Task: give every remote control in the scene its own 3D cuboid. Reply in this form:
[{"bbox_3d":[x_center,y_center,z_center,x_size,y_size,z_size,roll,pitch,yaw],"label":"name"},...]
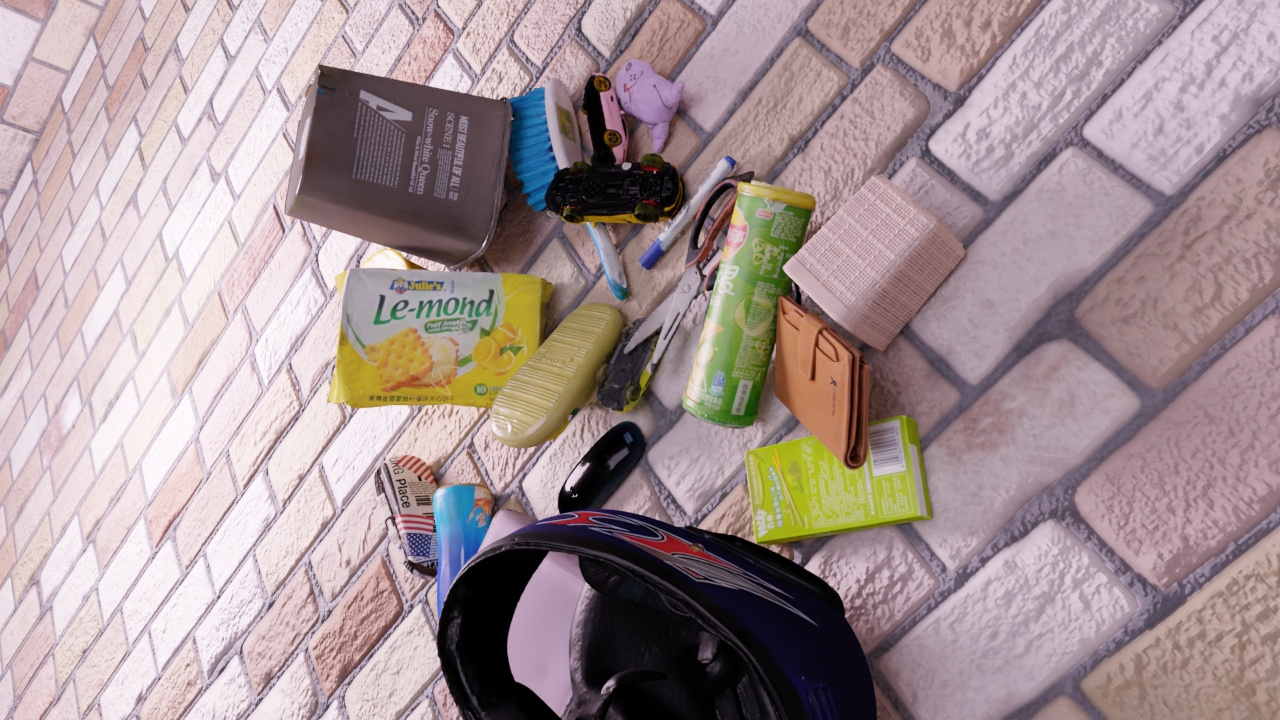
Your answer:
[{"bbox_3d":[-0.047,0.119,0.961,0.137,0.024,0.053,-51,53,18],"label":"remote control"}]

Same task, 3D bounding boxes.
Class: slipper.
[{"bbox_3d":[-0.075,0.025,0.977,0.092,0.081,0.190,16,62,44],"label":"slipper"}]

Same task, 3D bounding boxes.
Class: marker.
[{"bbox_3d":[0.048,-0.153,0.953,0.146,0.016,0.017,-49,53,22],"label":"marker"}]

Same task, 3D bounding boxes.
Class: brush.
[{"bbox_3d":[-0.086,-0.195,1.060,0.110,0.060,0.314,-22,68,30],"label":"brush"}]

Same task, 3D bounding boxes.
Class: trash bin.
[{"bbox_3d":[-0.291,-0.232,1.091,0.199,0.219,0.199,-10,71,61],"label":"trash bin"}]

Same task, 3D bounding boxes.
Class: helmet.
[{"bbox_3d":[0.026,0.241,0.714,0.315,0.240,0.247,30,97,19],"label":"helmet"}]

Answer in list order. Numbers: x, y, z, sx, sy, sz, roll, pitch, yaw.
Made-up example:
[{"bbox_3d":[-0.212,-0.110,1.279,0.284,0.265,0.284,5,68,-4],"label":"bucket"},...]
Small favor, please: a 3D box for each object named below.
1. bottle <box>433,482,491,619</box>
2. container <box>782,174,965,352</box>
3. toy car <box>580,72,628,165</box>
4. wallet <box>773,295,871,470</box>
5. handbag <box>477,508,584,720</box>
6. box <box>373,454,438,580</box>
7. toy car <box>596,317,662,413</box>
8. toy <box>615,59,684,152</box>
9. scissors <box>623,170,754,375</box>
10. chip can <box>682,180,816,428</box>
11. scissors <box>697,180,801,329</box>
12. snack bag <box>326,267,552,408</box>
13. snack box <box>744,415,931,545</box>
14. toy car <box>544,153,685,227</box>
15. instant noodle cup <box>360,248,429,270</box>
[{"bbox_3d":[-0.196,0.249,1.024,0.065,0.065,0.218,-19,67,35],"label":"bottle"},{"bbox_3d":[0.198,-0.083,0.769,0.111,0.089,0.090,-49,53,16],"label":"container"},{"bbox_3d":[-0.039,-0.267,1.038,0.056,0.037,0.122,-41,56,58],"label":"toy car"},{"bbox_3d":[0.149,0.014,0.764,0.131,0.031,0.108,-126,28,-58],"label":"wallet"},{"bbox_3d":[-0.088,0.254,0.912,0.197,0.098,0.145,24,96,42],"label":"handbag"},{"bbox_3d":[-0.269,0.180,1.104,0.081,0.075,0.163,-37,55,15],"label":"box"},{"bbox_3d":[-0.006,0.006,0.952,0.048,0.032,0.105,17,79,40],"label":"toy car"},{"bbox_3d":[0.007,-0.289,1.013,0.108,0.038,0.084,47,130,35],"label":"toy"},{"bbox_3d":[0.064,-0.088,0.908,0.222,0.015,0.189,-16,64,33],"label":"scissors"},{"bbox_3d":[0.096,-0.048,0.832,0.073,0.072,0.221,23,104,41],"label":"chip can"},{"bbox_3d":[0.099,-0.095,0.903,0.159,0.014,0.181,18,89,41],"label":"scissors"},{"bbox_3d":[-0.221,-0.019,1.032,0.068,0.246,0.158,130,140,-73],"label":"snack bag"},{"bbox_3d":[0.165,0.105,0.787,0.157,0.026,0.085,-19,67,35],"label":"snack box"},{"bbox_3d":[-0.029,-0.181,0.990,0.156,0.041,0.071,2,72,21],"label":"toy car"},{"bbox_3d":[-0.288,-0.059,1.151,0.138,0.109,0.138,-11,72,37],"label":"instant noodle cup"}]
